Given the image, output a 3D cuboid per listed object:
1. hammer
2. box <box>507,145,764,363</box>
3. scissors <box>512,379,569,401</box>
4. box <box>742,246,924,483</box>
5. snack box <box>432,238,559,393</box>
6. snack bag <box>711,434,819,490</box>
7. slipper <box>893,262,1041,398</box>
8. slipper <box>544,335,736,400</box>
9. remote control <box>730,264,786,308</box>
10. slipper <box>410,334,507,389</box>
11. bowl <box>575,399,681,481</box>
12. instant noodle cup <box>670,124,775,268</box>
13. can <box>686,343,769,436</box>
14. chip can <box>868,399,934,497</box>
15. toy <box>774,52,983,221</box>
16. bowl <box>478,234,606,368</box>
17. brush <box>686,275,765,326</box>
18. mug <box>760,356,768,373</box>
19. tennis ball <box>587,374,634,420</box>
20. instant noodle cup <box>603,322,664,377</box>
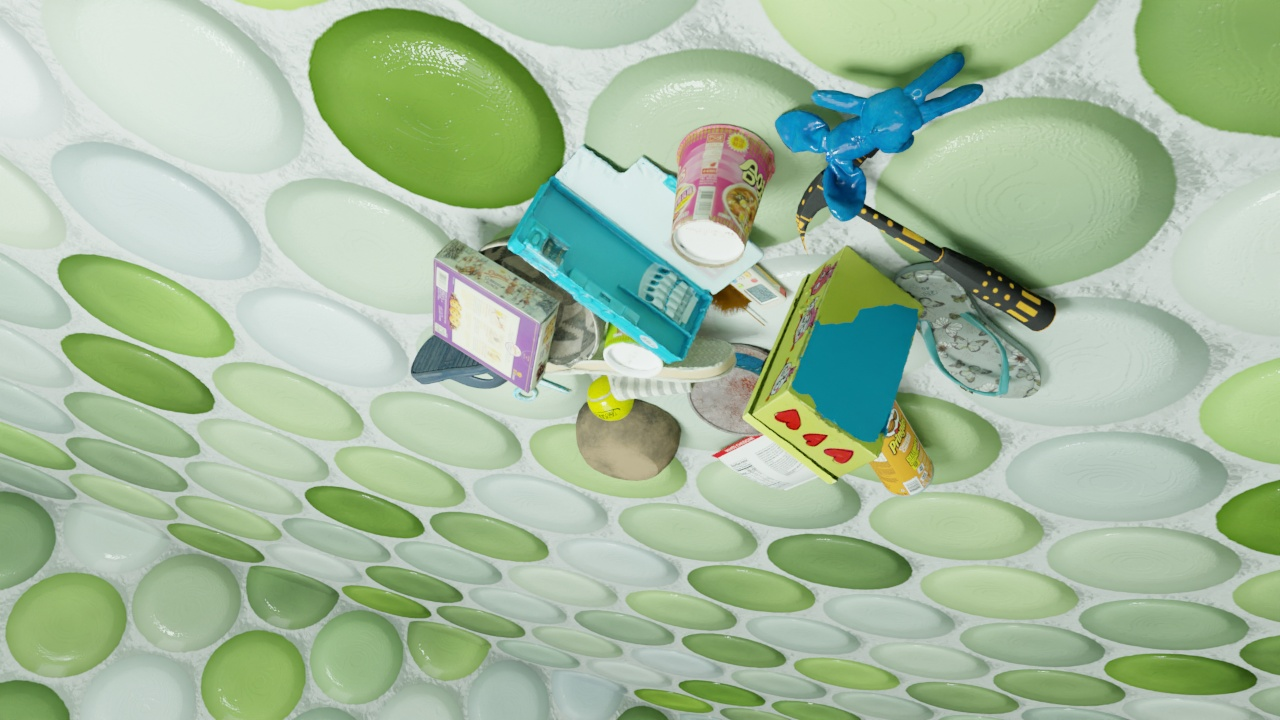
[{"bbox_3d":[0.294,-0.102,0.912,0.320,0.036,0.123,25,120,-23],"label":"hammer"},{"bbox_3d":[-0.006,-0.121,0.976,0.227,0.169,0.086,35,-172,-20],"label":"box"},{"bbox_3d":[-0.170,0.025,1.346,0.139,0.011,0.134,30,148,-23],"label":"scissors"},{"bbox_3d":[0.201,0.002,0.942,0.124,0.220,0.083,34,145,-10],"label":"box"},{"bbox_3d":[-0.171,-0.048,1.061,0.148,0.040,0.144,32,144,9],"label":"snack box"},{"bbox_3d":[0.201,0.155,1.382,0.144,0.039,0.131,27,146,-20],"label":"snack bag"},{"bbox_3d":[0.363,-0.013,1.036,0.098,0.054,0.268,-16,137,43],"label":"slipper"},{"bbox_3d":[-0.007,0.007,1.159,0.273,0.114,0.054,3,119,32],"label":"slipper"},{"bbox_3d":[0.115,-0.097,1.030,0.038,0.018,0.125,-19,137,43],"label":"remote control"},{"bbox_3d":[-0.210,-0.003,1.234,0.264,0.101,0.082,-14,139,43],"label":"slipper"},{"bbox_3d":[-0.023,0.125,1.391,0.162,0.070,0.162,10,149,6],"label":"bowl"},{"bbox_3d":[0.072,-0.150,0.873,0.098,0.108,0.098,11,149,6],"label":"instant noodle cup"},{"bbox_3d":[0.128,0.040,1.194,0.130,0.044,0.130,13,138,11],"label":"can"},{"bbox_3d":[0.321,0.100,1.209,0.075,0.075,0.215,-8,143,31],"label":"chip can"},{"bbox_3d":[0.200,-0.192,0.779,0.177,0.070,0.113,-23,99,39],"label":"toy"},{"bbox_3d":[-0.105,-0.085,1.067,0.178,0.081,0.179,22,142,18],"label":"bowl"},{"bbox_3d":[0.102,-0.070,1.072,0.126,0.017,0.048,36,150,-32],"label":"brush"},{"bbox_3d":[0.215,0.009,1.109,0.113,0.078,0.088,11,151,-18],"label":"mug"},{"bbox_3d":[-0.042,0.052,1.286,0.065,0.065,0.065,10,149,6],"label":"tennis ball"},{"bbox_3d":[0.003,-0.043,1.075,0.099,0.107,0.099,10,148,6],"label":"instant noodle cup"}]
